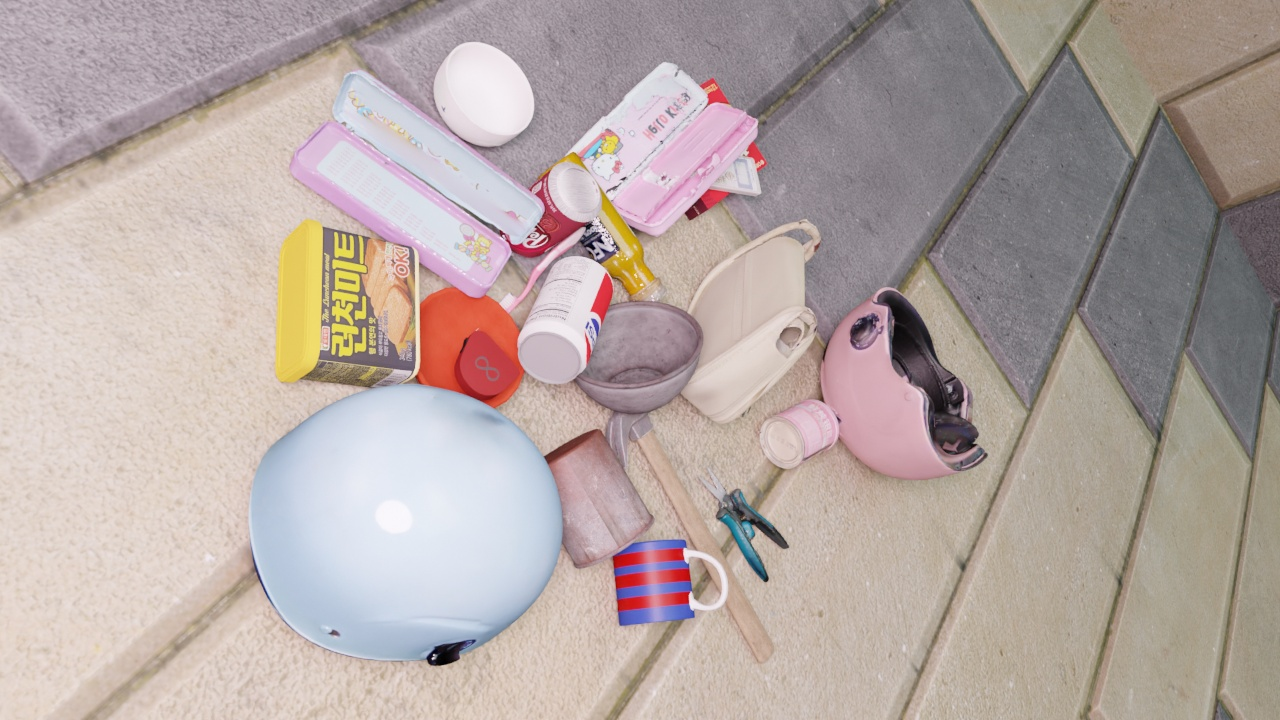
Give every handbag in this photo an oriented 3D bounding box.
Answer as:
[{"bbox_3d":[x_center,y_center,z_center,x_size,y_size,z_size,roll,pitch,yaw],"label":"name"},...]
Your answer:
[{"bbox_3d":[0.141,-0.036,1.051,0.132,0.185,0.228,42,34,-24],"label":"handbag"}]

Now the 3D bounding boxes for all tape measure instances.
[{"bbox_3d":[-0.148,0.007,0.845,0.059,0.019,0.051,49,52,-6],"label":"tape measure"}]

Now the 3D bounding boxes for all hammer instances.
[{"bbox_3d":[0.060,0.184,0.996,0.119,0.031,0.331,-37,103,-48],"label":"hammer"}]

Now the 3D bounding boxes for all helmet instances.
[{"bbox_3d":[0.320,0.038,1.172,0.229,0.153,0.255,25,47,-42],"label":"helmet"},{"bbox_3d":[-0.163,0.126,0.744,0.265,0.167,0.225,21,52,-43],"label":"helmet"}]

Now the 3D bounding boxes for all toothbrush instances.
[{"bbox_3d":[-0.101,-0.098,0.957,0.016,0.022,0.134,44,65,-11],"label":"toothbrush"}]

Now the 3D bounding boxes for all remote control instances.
[{"bbox_3d":[0.096,-0.236,1.138,0.135,0.011,0.050,0,74,-39],"label":"remote control"}]

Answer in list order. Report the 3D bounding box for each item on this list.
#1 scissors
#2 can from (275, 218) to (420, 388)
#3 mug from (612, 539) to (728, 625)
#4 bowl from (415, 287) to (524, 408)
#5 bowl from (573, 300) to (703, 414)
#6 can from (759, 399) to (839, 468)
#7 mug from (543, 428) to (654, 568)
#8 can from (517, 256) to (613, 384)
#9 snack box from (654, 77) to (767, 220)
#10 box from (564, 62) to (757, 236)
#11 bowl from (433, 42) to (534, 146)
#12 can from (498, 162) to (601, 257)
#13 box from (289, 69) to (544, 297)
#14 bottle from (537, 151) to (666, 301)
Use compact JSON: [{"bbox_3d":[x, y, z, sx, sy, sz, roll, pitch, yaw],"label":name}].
[{"bbox_3d":[0.121,0.187,1.048,0.120,0.019,0.150,0,72,-39],"label":"scissors"},{"bbox_3d":[-0.251,-0.044,0.794,0.101,0.073,0.130,10,68,-40],"label":"can"},{"bbox_3d":[0.030,0.217,0.904,0.075,0.112,0.076,37,44,-68],"label":"mug"},{"bbox_3d":[-0.170,-0.007,0.869,0.121,0.035,0.121,15,65,-35],"label":"bowl"},{"bbox_3d":[-0.006,0.006,0.952,0.144,0.145,0.067,-47,143,-40],"label":"bowl"},{"bbox_3d":[0.193,0.088,1.111,0.076,0.067,0.067,-20,87,-41],"label":"can"},{"bbox_3d":[-0.047,0.128,0.896,0.110,0.096,0.122,65,12,-5],"label":"mug"},{"bbox_3d":[-0.073,-0.042,0.909,0.070,0.070,0.131,42,36,-20],"label":"can"},{"bbox_3d":[0.078,-0.271,1.170,0.151,0.036,0.132,-42,102,-41],"label":"snack box"},{"bbox_3d":[0.026,-0.243,1.067,0.155,0.059,0.201,36,69,18],"label":"box"},{"bbox_3d":[-0.168,-0.271,0.957,0.104,0.054,0.104,17,62,-35],"label":"bowl"},{"bbox_3d":[-0.094,-0.151,0.932,0.063,0.114,0.063,15,65,-35],"label":"can"},{"bbox_3d":[-0.199,-0.162,0.842,0.214,0.093,0.089,35,45,-14],"label":"box"},{"bbox_3d":[-0.039,-0.139,1.015,0.186,0.053,0.053,54,49,-11],"label":"bottle"}]
